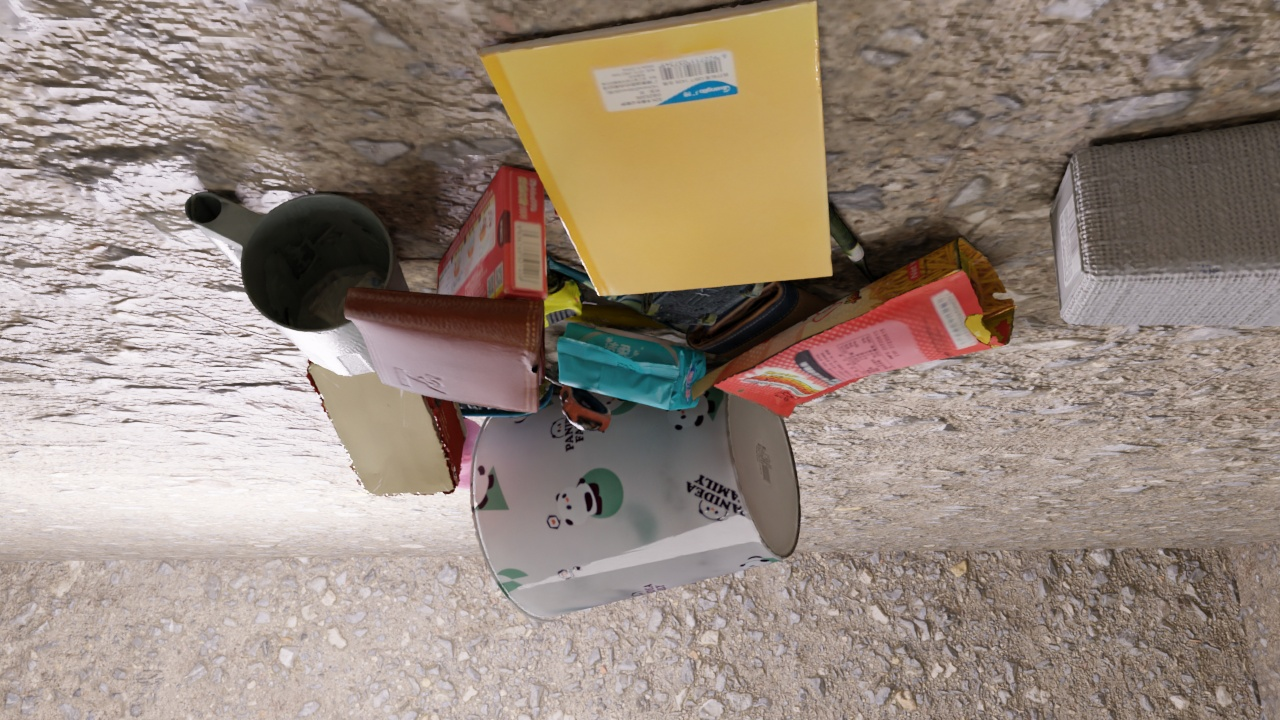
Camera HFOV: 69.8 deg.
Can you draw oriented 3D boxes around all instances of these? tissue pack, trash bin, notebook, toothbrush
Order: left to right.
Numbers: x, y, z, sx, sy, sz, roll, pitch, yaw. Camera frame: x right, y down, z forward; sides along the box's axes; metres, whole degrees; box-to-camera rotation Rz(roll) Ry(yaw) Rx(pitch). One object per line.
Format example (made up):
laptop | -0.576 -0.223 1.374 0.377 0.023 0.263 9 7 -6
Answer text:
toothbrush | -0.016 -0.044 0.649 0.191 0.018 0.016 22 138 -41
tissue pack | -0.004 0.004 0.697 0.093 0.050 0.133 14 -178 12
trash bin | 0.004 0.118 0.884 0.252 0.229 0.229 -16 158 23
toothbrush | 0.019 -0.033 0.712 0.190 0.015 0.017 5 157 -18
notebook | 0.022 -0.093 0.468 0.146 0.010 0.206 -5 153 12
toothbrush | 0.138 -0.075 0.589 0.017 0.012 0.185 -16 158 24

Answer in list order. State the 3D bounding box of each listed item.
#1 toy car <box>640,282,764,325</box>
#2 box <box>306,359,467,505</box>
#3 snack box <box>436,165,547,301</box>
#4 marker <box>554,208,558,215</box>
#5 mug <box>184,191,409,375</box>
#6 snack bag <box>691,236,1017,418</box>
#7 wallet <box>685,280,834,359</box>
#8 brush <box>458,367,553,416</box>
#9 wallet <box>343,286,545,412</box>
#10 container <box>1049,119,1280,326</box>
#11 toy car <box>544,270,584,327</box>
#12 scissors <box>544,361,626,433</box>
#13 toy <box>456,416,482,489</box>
toy car | 0.041 -0.052 0.612 0.054 0.036 0.121 7 162 -17
box | -0.199 0.042 0.725 0.091 0.078 0.169 -2 136 3
snack box | -0.093 -0.048 0.552 0.025 0.075 0.153 5 162 -25
marker | 0.022 -0.085 0.540 0.145 0.017 0.017 4 162 -17
mug | -0.201 -0.050 0.559 0.124 0.083 0.103 26 164 4
snack bag | 0.150 -0.008 0.649 0.208 0.073 0.128 -27 155 36
wallet | 0.103 -0.025 0.691 0.115 0.033 0.090 15 142 -43
brush | -0.150 0.025 0.818 0.144 0.055 0.074 1 161 -7
wallet | -0.104 -0.006 0.513 0.101 0.032 0.125 8 160 -4
container | 0.290 -0.069 0.494 0.114 0.090 0.090 -2 163 14
toy car | -0.093 -0.040 0.654 0.105 0.032 0.048 0 163 2
scissors | -0.068 0.016 0.725 0.189 0.015 0.226 25 -173 -24
toy | -0.207 0.084 0.943 0.178 0.074 0.195 32 168 -33
